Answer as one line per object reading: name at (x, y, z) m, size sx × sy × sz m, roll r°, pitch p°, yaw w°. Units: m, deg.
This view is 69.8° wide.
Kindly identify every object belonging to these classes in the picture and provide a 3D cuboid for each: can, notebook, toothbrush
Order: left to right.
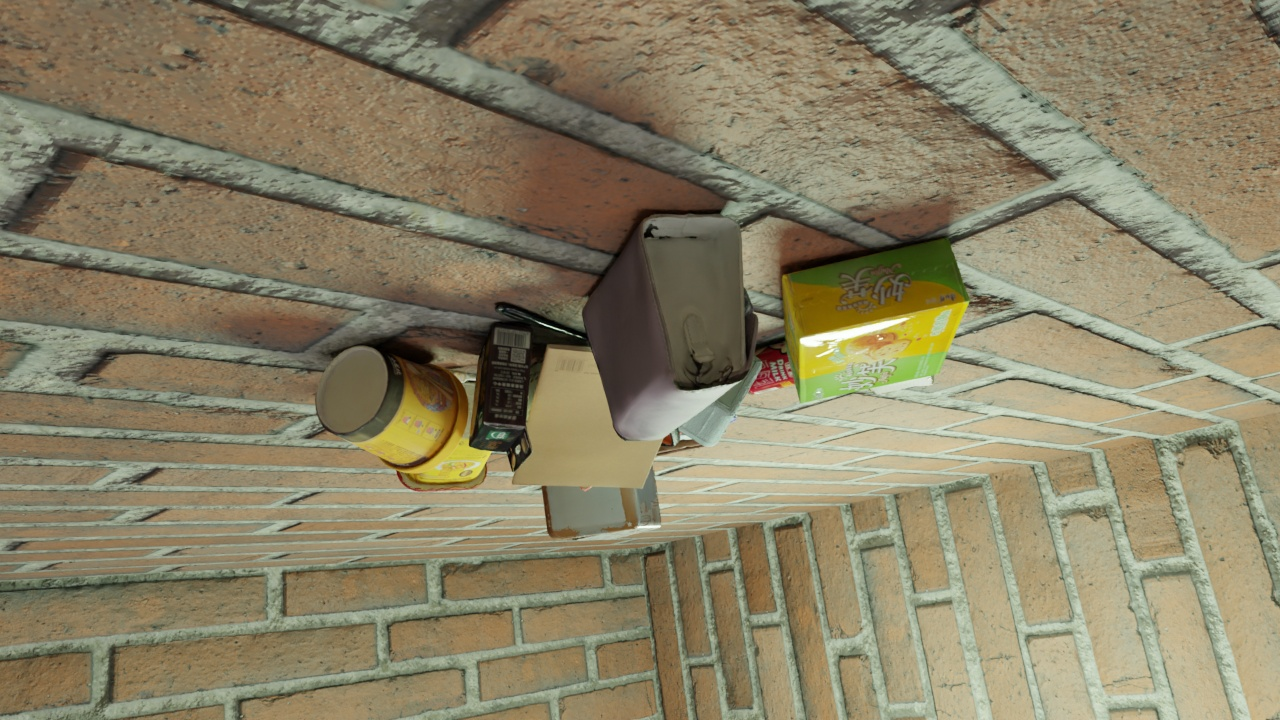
toothbrush at (-0.131, 0.024, 1.040) m, size 0.180 × 0.016 × 0.016 m, roll 5°, pitch -175°, yaw -13°
toothbrush at (-0.087, -0.030, 0.920) m, size 0.016 × 0.018 × 0.181 m, roll -13°, pitch 162°, yaw 28°
notebook at (-0.042, 0.064, 0.942) m, size 0.149 × 0.012 × 0.212 m, roll 4°, pitch 135°, yaw -17°
can at (0.184, 0.000, 1.083) m, size 0.133 × 0.053 × 0.053 m, roll -17°, pitch 162°, yaw 29°

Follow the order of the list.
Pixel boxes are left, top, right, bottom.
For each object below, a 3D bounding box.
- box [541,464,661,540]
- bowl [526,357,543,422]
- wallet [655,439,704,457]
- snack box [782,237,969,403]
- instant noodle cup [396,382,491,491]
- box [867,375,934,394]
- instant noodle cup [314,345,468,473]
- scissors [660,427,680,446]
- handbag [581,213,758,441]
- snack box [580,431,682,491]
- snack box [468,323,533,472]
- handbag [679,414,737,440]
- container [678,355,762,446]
box at (-0.083, 0.167, 1.303) m, size 0.193 × 0.183 × 0.157 m, roll 5°, pitch 159°, yaw -38°
bowl at (-0.074, 0.027, 0.993) m, size 0.113 × 0.113 × 0.062 m, roll -1°, pitch 128°, yaw -23°
wallet at (0.069, 0.101, 1.337) m, size 0.101 × 0.020 × 0.115 m, roll -13°, pitch -158°, yaw 18°
snack box at (0.228, -0.032, 0.921) m, size 0.158 × 0.070 × 0.210 m, roll -13°, pitch 158°, yaw 6°
instant noodle cup at (-0.228, 0.087, 1.107) m, size 0.115 × 0.116 × 0.124 m, roll 3°, pitch 150°, yaw -33°
box at (0.315, -0.004, 1.129) m, size 0.090 × 0.059 × 0.184 m, roll -11°, pitch 166°, yaw 13°
instant noodle cup at (-0.257, 0.046, 0.938) m, size 0.119 × 0.118 × 0.114 m, roll -14°, pitch 156°, yaw 22°
scissors at (-0.009, 0.017, 1.001) m, size 0.211 × 0.021 × 0.222 m, roll 22°, pitch 147°, yaw 45°
handbag at (0.023, -0.019, 0.775) m, size 0.098 × 0.144 × 0.197 m, roll 0°, pitch 163°, yaw -17°
snack box at (-0.022, 0.088, 1.111) m, size 0.153 × 0.075 × 0.025 m, roll -30°, pitch 175°, yaw -6°
snack box at (-0.139, 0.041, 0.932) m, size 0.053 × 0.125 × 0.113 m, roll 9°, pitch 160°, yaw -15°
handbag at (0.022, 0.072, 1.213) m, size 0.193 × 0.075 × 0.134 m, roll -2°, pitch 168°, yaw -17°
container at (0.076, 0.029, 1.028) m, size 0.090 × 0.090 × 0.112 m, roll 31°, pitch 159°, yaw 3°
